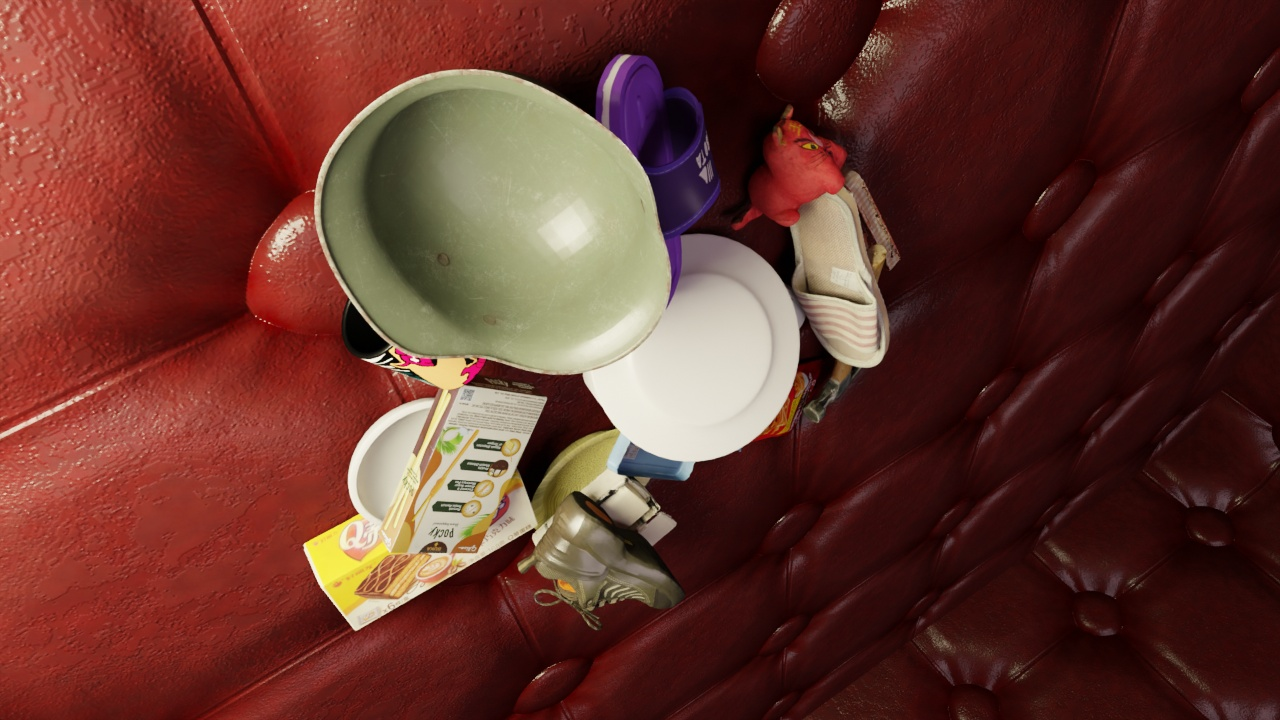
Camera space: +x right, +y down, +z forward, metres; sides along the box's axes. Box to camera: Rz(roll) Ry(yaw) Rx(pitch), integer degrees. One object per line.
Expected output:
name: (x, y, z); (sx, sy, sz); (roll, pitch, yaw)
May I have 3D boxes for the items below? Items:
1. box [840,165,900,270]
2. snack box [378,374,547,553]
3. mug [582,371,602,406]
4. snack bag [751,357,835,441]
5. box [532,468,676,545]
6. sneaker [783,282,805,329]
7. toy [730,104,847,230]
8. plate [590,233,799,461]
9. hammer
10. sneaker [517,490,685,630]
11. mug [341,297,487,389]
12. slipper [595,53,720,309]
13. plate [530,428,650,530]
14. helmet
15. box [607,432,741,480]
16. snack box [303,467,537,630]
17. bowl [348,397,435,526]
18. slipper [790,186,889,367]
box: (0.248, -0.157, 1.065); (0.071, 0.056, 0.187); (-30, 141, 15)
snack box: (-0.175, 0.104, 0.903); (0.101, 0.031, 0.186); (12, 110, -43)
mug: (-0.006, 0.006, 1.006); (0.094, 0.068, 0.116); (4, 126, -46)
snack bag: (0.182, 0.059, 1.275); (0.207, 0.066, 0.139); (-12, 131, -48)
box: (-0.040, 0.215, 1.160); (0.144, 0.058, 0.187); (-40, 142, 1)
sneaker: (0.121, -0.042, 1.063); (0.235, 0.079, 0.088); (-3, 131, -41)
toy: (0.136, -0.192, 0.944); (0.094, 0.088, 0.133); (39, 122, -23)
plate: (0.064, -0.011, 0.968); (0.242, 0.016, 0.242); (-2, 97, -20)
hammer: (0.276, -0.040, 1.186); (0.132, 0.033, 0.331); (-44, 157, -19)
sneaker: (-0.050, 0.266, 1.082); (0.143, 0.101, 0.238); (-46, 129, 1)
mug: (-0.184, -0.044, 0.787); (0.098, 0.082, 0.118); (28, 80, -54)
slipper: (0.032, -0.148, 0.814); (0.267, 0.084, 0.107); (80, 26, -50)
plate: (-0.062, 0.138, 1.127); (0.184, 0.036, 0.185); (-25, 143, -21)
helmet: (-0.094, -0.113, 0.695); (0.227, 0.153, 0.268); (-34, 120, 19)
box: (0.046, 0.117, 1.108); (0.208, 0.086, 0.073); (16, 89, -62)
snack box: (-0.233, 0.189, 1.000); (0.230, 0.061, 0.110); (-28, 142, -17)
bowl: (-0.224, 0.095, 0.915); (0.149, 0.043, 0.150); (-21, 129, -28)
slipper: (0.223, -0.086, 1.048); (0.052, 0.115, 0.263); (-49, 134, -29)
